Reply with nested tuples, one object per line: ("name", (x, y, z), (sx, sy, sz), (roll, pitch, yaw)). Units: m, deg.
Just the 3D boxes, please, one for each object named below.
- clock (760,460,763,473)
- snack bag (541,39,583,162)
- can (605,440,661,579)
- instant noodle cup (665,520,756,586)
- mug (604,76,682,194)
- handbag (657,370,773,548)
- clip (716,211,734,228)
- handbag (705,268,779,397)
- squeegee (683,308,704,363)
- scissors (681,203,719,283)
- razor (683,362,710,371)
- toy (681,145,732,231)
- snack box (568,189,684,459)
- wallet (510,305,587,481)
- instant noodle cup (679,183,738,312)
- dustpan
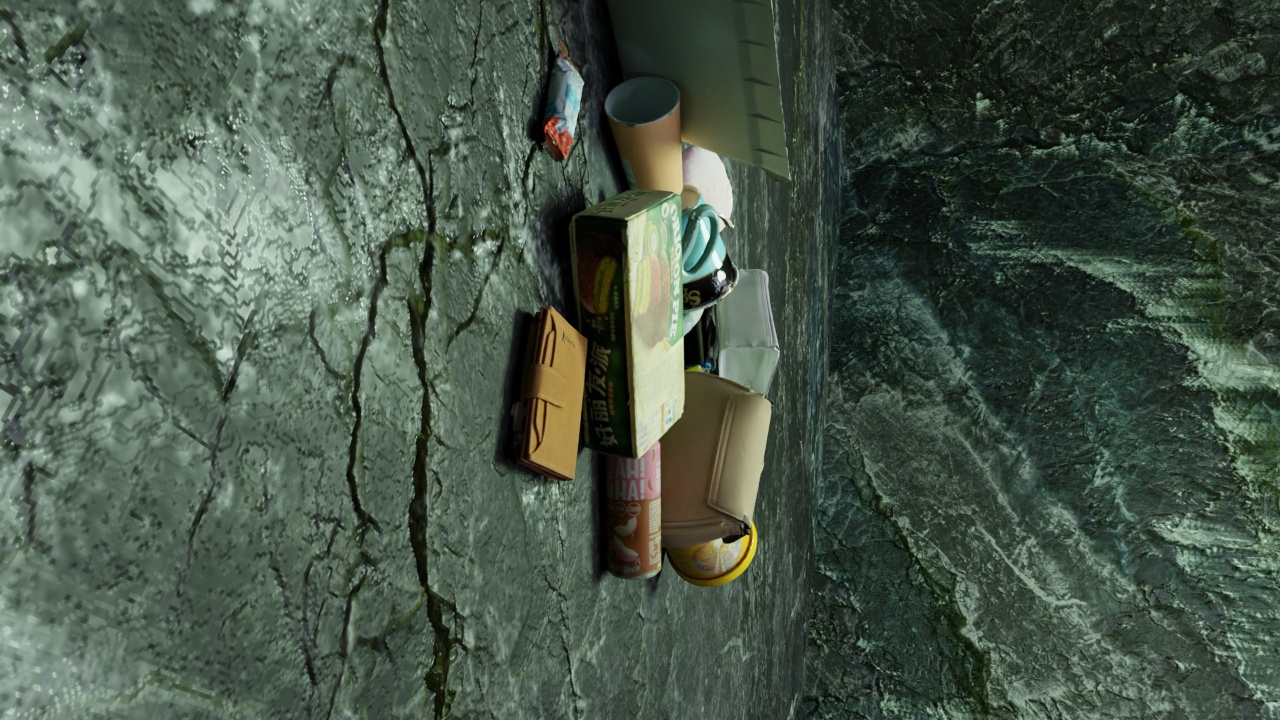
("clock", (0.106, 0.140, 1.230), (0.055, 0.122, 0.081), (52, 41, -45))
("snack bag", (-0.067, -0.225, 0.796), (0.045, 0.026, 0.105), (45, 47, -55))
("can", (-0.008, 0.150, 0.959), (0.057, 0.058, 0.147), (-17, 108, -72))
("instant noodle cup", (0.073, 0.203, 1.142), (0.114, 0.119, 0.118), (59, 35, -45))
("mug", (0.009, -0.227, 0.974), (0.123, 0.078, 0.078), (77, 21, -51))
("handbag", (0.069, 0.116, 1.055), (0.100, 0.148, 0.204), (61, 39, -55))
("clip", (0.069, -0.157, 1.123), (0.103, 0.035, 0.089), (9, 83, -44))
("handbag", (0.142, -0.023, 1.325), (0.196, 0.098, 0.145), (-86, 173, -52))
("squeegee", (0.056, -0.055, 1.187), (0.245, 0.039, 0.247), (-57, 144, -59))
("scissors", (0.006, -0.110, 0.977), (0.176, 0.019, 0.174), (32, 93, -41))
("razor", (0.050, 0.014, 1.145), (0.142, 0.043, 0.022), (6, 74, -70))
("toy", (0.071, -0.207, 1.186), (0.159, 0.054, 0.121), (-53, 127, -44))
("snack box", (-0.008, -0.035, 0.885), (0.114, 0.063, 0.240), (-40, 133, -54))
("wallet", (-0.075, 0.030, 0.784), (0.108, 0.031, 0.131), (49, 43, -68))
("instant noodle cup", (0.048, -0.135, 1.062), (0.111, 0.111, 0.120), (-70, 149, -46))
("dustpan", (0.071, -0.340, 0.965), (0.142, 0.258, 0.223), (-48, 142, -30))
